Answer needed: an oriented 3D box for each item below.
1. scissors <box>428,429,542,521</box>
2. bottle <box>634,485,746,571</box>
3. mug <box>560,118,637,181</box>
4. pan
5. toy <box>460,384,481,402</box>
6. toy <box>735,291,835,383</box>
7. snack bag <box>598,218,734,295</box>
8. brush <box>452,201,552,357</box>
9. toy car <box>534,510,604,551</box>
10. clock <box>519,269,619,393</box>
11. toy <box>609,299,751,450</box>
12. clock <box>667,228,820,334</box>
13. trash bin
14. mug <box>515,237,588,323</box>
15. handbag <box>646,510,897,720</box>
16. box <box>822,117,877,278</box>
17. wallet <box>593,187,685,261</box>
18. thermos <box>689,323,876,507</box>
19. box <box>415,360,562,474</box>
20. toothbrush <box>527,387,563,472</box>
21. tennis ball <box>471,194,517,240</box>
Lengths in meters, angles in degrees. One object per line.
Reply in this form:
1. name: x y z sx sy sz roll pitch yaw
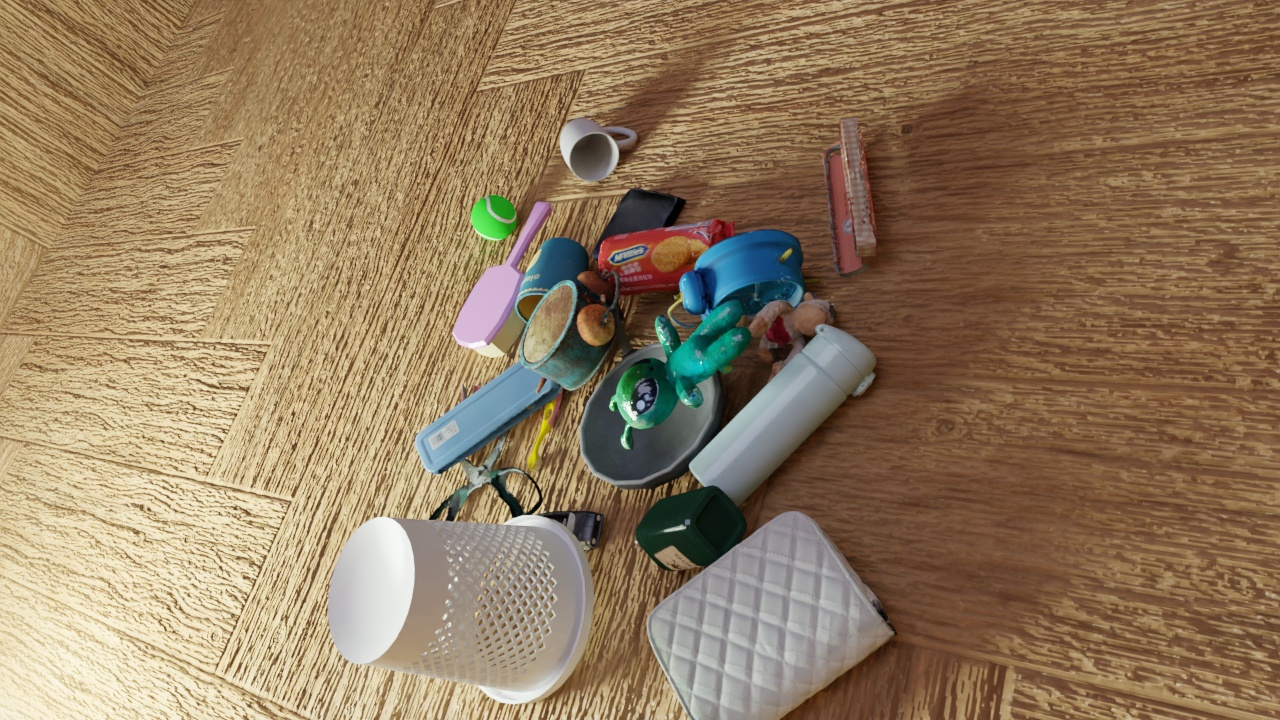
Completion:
1. scissors: -0.194 0.176 1.100 0.202 0.015 0.201 21 79 51
2. bottle: 0.037 0.168 0.900 0.061 0.061 0.132 -48 13 -35
3. mug: -0.060 -0.306 1.283 0.107 0.071 0.089 -19 38 -9
4. pan: -0.006 0.006 1.063 0.179 0.041 0.356 -35 43 12
5. toy: -0.236 0.085 1.188 0.049 0.030 0.111 2 63 42
6. toy: 0.160 -0.028 0.950 0.106 0.085 0.074 -27 14 -6
7. snack bag: 0.034 -0.120 1.077 0.177 0.082 0.082 -4 61 26
8. brush: -0.173 -0.111 1.252 0.089 0.043 0.228 16 74 41
9. toy car: -0.084 0.185 1.009 0.092 0.037 0.040 -7 60 33
10. clock: -0.067 -0.038 1.059 0.158 0.073 0.121 -42 34 33
11. toy: 0.037 0.016 0.941 0.194 0.072 0.130 -38 40 23
12. clock: 0.105 -0.078 0.983 0.162 0.116 0.060 -24 63 23
13. trash bin: -0.186 0.238 0.915 0.196 0.199 0.195 -17 63 37
14. mug: -0.115 -0.095 1.184 0.112 0.084 0.104 -38 33 51
15. handbag: 0.112 0.238 0.812 0.195 0.072 0.138 -39 56 10
16. box: 0.229 -0.179 0.999 0.048 0.085 0.186 2 57 0
17. wallet: -0.003 -0.170 1.176 0.089 0.026 0.114 18 75 40
18. thermos: 0.141 0.054 0.906 0.078 0.065 0.207 45 94 5
19. box: -0.187 0.068 1.142 0.210 0.037 0.065 -35 61 12
20. toothbrush: -0.113 0.072 1.117 0.021 0.016 0.135 -6 58 36
21. tennis ball: -0.211 -0.206 1.323 0.065 0.065 0.065 -18 54 27
